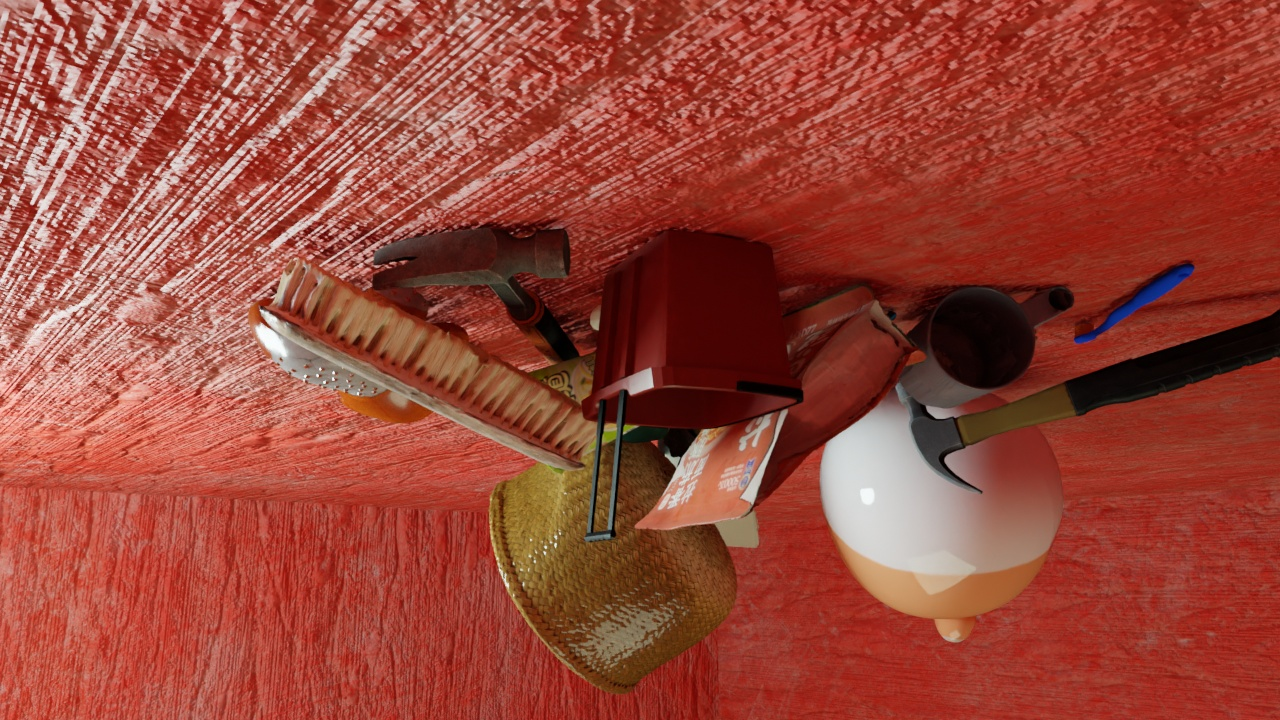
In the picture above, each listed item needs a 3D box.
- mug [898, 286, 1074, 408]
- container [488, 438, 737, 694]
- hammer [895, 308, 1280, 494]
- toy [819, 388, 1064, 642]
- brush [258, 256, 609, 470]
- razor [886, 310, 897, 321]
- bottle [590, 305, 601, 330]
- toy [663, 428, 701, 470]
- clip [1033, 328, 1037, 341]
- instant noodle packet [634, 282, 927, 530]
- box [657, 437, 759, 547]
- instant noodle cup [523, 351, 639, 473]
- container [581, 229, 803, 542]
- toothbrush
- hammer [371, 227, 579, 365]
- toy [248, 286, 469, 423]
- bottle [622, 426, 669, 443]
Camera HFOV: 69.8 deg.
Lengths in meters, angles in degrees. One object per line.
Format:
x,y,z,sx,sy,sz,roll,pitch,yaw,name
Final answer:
0.283,-0.016,0.763,0.124,0.084,0.104,-26,169,-6,mug
-0.023,0.227,1.114,0.197,0.307,0.307,-35,159,8,container
0.398,0.024,0.789,0.334,0.117,0.025,-20,163,23,hammer
0.339,0.163,1.038,0.266,0.281,0.262,-6,-158,4,toy
-0.140,0.011,0.669,0.271,0.056,0.083,30,175,-30,brush
0.179,-0.021,0.839,0.042,0.022,0.144,-38,-177,-19,razor
0.023,-0.018,0.790,0.045,0.045,0.184,-11,163,37,bottle
0.093,0.099,1.111,0.179,0.078,0.153,16,131,15,toy
0.329,-0.011,0.835,0.061,0.041,0.024,0,169,21,clip
0.100,0.054,0.727,0.084,0.220,0.165,49,151,-11,instant noodle packet
0.097,0.168,1.271,0.144,0.183,0.050,-1,174,20,box
-0.041,0.035,0.808,0.108,0.099,0.099,-23,163,8,instant noodle cup
0.029,0.025,0.640,0.127,0.200,0.148,6,165,-25,container
0.400,-0.046,0.754,0.016,0.018,0.183,0,164,0,toothbrush
-0.102,-0.035,0.742,0.138,0.035,0.314,-2,167,6,hammer
-0.222,-0.005,0.772,0.164,0.092,0.172,-7,152,17,toy
-0.004,0.057,1.029,0.061,0.061,0.131,-9,156,26,bottle
